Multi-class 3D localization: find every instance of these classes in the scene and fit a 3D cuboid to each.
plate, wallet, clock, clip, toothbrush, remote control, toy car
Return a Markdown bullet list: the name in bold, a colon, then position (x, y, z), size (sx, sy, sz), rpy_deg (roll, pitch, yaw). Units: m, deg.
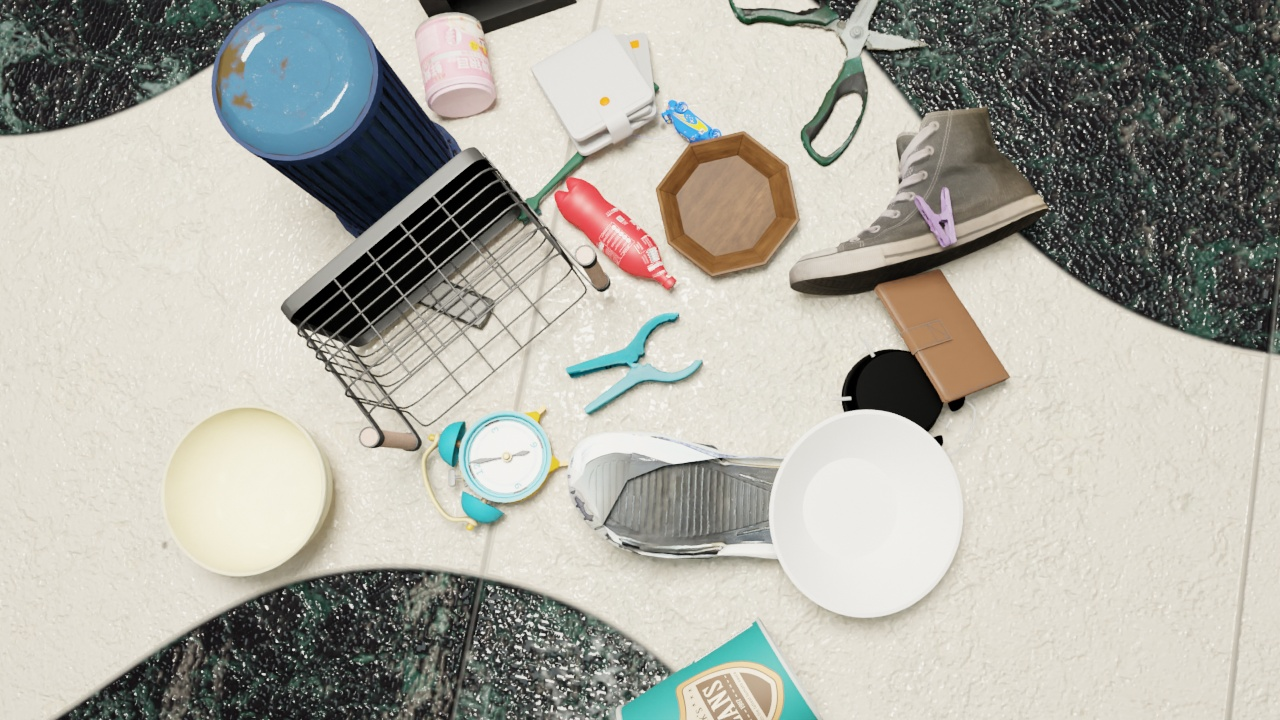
- **plate**: position (0.080, -0.145, 0.858), size (0.131, 0.025, 0.131), rpy_deg (0, 96, 1)
- **wallet**: position (0.269, -0.024, 0.818), size (0.087, 0.013, 0.121), rpy_deg (-15, 68, -29)
- **clock**: position (0.240, 0.037, 0.824), size (0.121, 0.042, 0.091), rpy_deg (30, 86, 8)
- **wallet**: position (-0.031, -0.266, 0.880), size (0.115, 0.037, 0.118), rpy_deg (-29, 65, 0)
- **clip**: position (0.006, 0.019, 0.855), size (0.130, 0.030, 0.120), rpy_deg (-43, 86, -2)
- **toothbrush**: position (-0.051, -0.202, 0.893), size (0.189, 0.017, 0.016), rpy_deg (-45, 64, -4)
- **plate**: position (0.188, 0.130, 0.792), size (0.174, 0.036, 0.174), rpy_deg (0, 88, -10)
- **clock**: position (-0.136, 0.095, 0.848), size (0.129, 0.044, 0.099), rpy_deg (-24, 81, -6)
- **remote control**: position (-0.207, -0.069, 0.888), size (0.136, 0.013, 0.033), rpy_deg (23, 85, 8)
- **clip**: position (0.253, -0.120, 0.771), size (0.029, 0.013, 0.050), rpy_deg (-20, 81, -2)
- **toy car**: position (0.034, -0.211, 0.880), size (0.092, 0.033, 0.062), rpy_deg (42, 94, 12)

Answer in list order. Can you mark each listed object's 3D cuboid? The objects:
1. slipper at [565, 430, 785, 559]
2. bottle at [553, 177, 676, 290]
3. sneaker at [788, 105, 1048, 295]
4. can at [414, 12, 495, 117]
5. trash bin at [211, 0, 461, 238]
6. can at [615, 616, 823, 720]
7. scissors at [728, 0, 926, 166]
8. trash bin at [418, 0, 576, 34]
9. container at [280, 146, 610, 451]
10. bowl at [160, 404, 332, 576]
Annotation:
- **slipper**: position (0.063, 0.124, 0.820), size (0.263, 0.063, 0.111), rpy_deg (5, 86, -7)
- **bottle**: position (-0.022, -0.117, 0.865), size (0.141, 0.042, 0.042), rpy_deg (42, 87, 8)
- **sneaker**: position (0.231, -0.139, 0.825), size (0.235, 0.095, 0.120), rpy_deg (-23, 79, 3)
- **can**: position (-0.179, -0.284, 0.887), size (0.067, 0.067, 0.076), rpy_deg (-12, 81, 2)
- **trash bin**: position (-0.248, -0.194, 0.788), size (0.139, 0.249, 0.139), rpy_deg (-1, 82, 4)
- **can**: position (0.066, 0.299, 0.775), size (0.144, 0.099, 0.099), rpy_deg (-33, 81, -1)
- **scissors**: position (0.164, -0.302, 0.890), size (0.206, 0.015, 0.201), rpy_deg (25, 86, 9)
- **trash bin**: position (-0.161, -0.428, 0.867), size (0.140, 0.140, 0.171), rpy_deg (-18, 81, 2)
- **container**: position (-0.162, -0.047, 0.790), size (0.241, 0.163, 0.130), rpy_deg (-40, 81, -1)
- **bowl**: position (-0.348, 0.118, 0.843), size (0.151, 0.075, 0.150), rpy_deg (-1, 82, 5)
